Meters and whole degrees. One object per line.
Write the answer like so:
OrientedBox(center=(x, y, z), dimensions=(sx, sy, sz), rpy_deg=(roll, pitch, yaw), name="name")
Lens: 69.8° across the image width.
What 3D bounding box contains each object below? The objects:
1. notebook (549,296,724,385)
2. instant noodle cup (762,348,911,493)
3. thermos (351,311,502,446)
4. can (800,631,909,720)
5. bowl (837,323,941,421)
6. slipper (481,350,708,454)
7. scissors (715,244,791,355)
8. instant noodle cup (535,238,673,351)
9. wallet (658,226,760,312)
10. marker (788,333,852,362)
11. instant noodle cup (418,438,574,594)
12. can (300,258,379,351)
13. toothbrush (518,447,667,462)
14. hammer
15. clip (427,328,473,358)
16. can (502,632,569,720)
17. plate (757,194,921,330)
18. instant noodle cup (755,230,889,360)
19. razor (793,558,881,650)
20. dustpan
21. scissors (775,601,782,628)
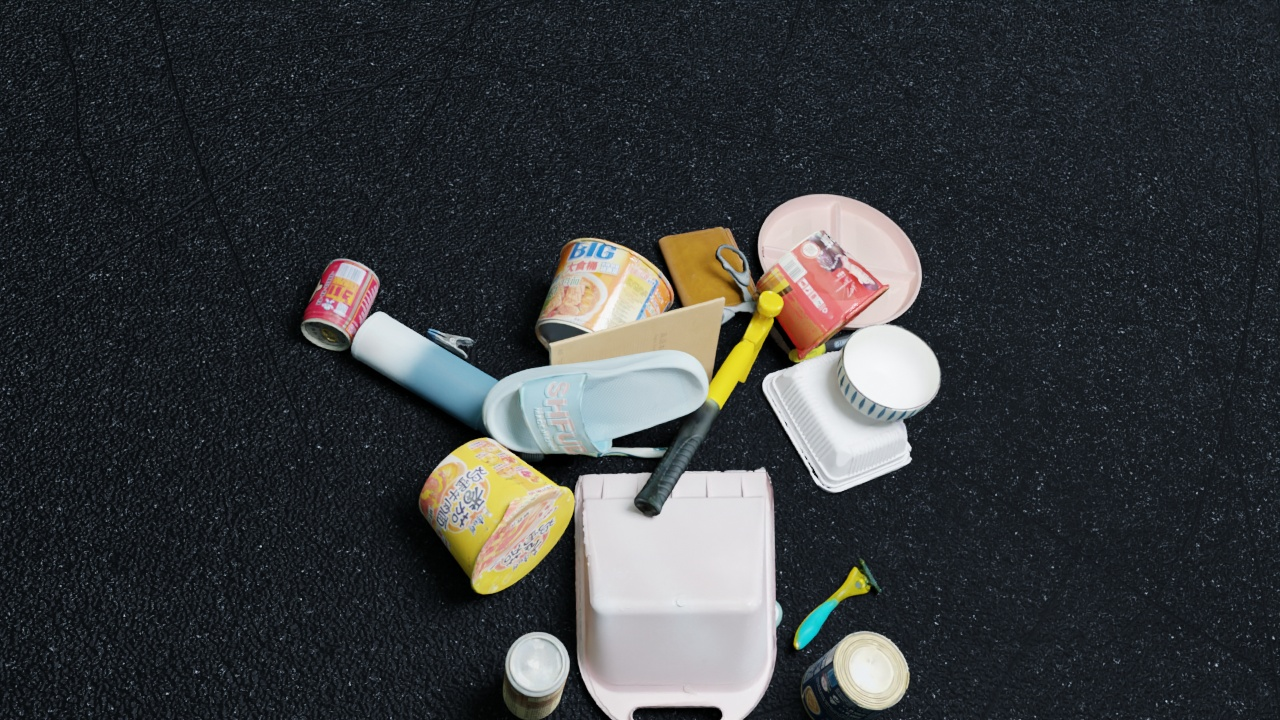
OrientedBox(center=(-0.006, 0.006, 1.058), dimensions=(0.211, 0.150, 0.012), rpy_deg=(-16, 51, -18), name="notebook")
OrientedBox(center=(0.245, 0.061, 1.119), dimensions=(0.137, 0.060, 0.173), rpy_deg=(-18, 61, -19), name="instant noodle cup")
OrientedBox(center=(-0.227, 0.021, 1.064), dimensions=(0.220, 0.070, 0.070), rpy_deg=(29, 58, 9), name="thermos")
OrientedBox(center=(0.212, 0.322, 0.916), dimensions=(0.075, 0.111, 0.075), rpy_deg=(4, 57, -7), name="can")
OrientedBox(center=(0.283, 0.022, 1.073), dimensions=(0.116, 0.066, 0.116), rpy_deg=(3, 58, -6), name="bowl")
OrientedBox(center=(-0.046, 0.054, 0.982), dimensions=(0.245, 0.104, 0.074), rpy_deg=(-13, 35, 4), name="slipper")
OrientedBox(center=(0.143, -0.074, 1.180), dimensions=(0.180, 0.014, 0.159), rpy_deg=(-7, 89, -11), name="scissors")
OrientedBox(center=(-0.049, -0.056, 1.099), dimensions=(0.151, 0.152, 0.111), rpy_deg=(23, 65, 5), name="instant noodle cup")
OrientedBox(center=(0.099, -0.119, 1.222), dimensions=(0.119, 0.035, 0.130), rpy_deg=(-11, 62, -16), name="wallet")
OrientedBox(center=(0.248, -0.019, 1.192), dimensions=(0.124, 0.015, 0.018), rpy_deg=(-15, 99, -21), name="marker")
OrientedBox(center=(-0.154, 0.154, 0.956), dimensions=(0.137, 0.138, 0.110), rpy_deg=(-37, 62, -27), name="instant noodle cup")
OrientedBox(center=(-0.359, -0.066, 1.095), dimensions=(0.066, 0.067, 0.093), rpy_deg=(13, 57, -1), name="can")
OrientedBox(center=(-0.046, 0.109, 1.067), dimensions=(0.191, 0.016, 0.018), rpy_deg=(1, 68, -8), name="toothbrush")
OrientedBox(center=(0.079, 0.054, 1.050), dimensions=(0.033, 0.129, 0.299), rpy_deg=(29, 57, 10), name="hammer")
OrientedBox(center=(-0.233, -0.021, 1.115), dimensions=(0.056, 0.024, 0.027), rpy_deg=(21, 60, -3), name="clip")
OrientedBox(center=(-0.101, 0.303, 0.874), dimensions=(0.058, 0.116, 0.058), rpy_deg=(5, 57, -7), name="can")
OrientedBox(center=(0.271, -0.135, 1.264), dimensions=(0.229, 0.028, 0.229), rpy_deg=(4, 58, -7), name="plate")
OrientedBox(center=(0.217, -0.086, 1.122), dimensions=(0.137, 0.138, 0.108), rpy_deg=(-35, 81, -26), name="instant noodle cup")
OrientedBox(center=(0.208, 0.270, 0.998), dimensions=(0.132, 0.028, 0.043), rpy_deg=(-34, 100, -29), name="razor")
OrientedBox(center=(0.033, 0.249, 0.977), dimensions=(0.222, 0.139, 0.272), rpy_deg=(0, 31, 4), name="dustpan")
OrientedBox(center=(0.075, 0.227, 1.010), dimensions=(0.170, 0.019, 0.180), rpy_deg=(11, 59, 1), name="scissors")
